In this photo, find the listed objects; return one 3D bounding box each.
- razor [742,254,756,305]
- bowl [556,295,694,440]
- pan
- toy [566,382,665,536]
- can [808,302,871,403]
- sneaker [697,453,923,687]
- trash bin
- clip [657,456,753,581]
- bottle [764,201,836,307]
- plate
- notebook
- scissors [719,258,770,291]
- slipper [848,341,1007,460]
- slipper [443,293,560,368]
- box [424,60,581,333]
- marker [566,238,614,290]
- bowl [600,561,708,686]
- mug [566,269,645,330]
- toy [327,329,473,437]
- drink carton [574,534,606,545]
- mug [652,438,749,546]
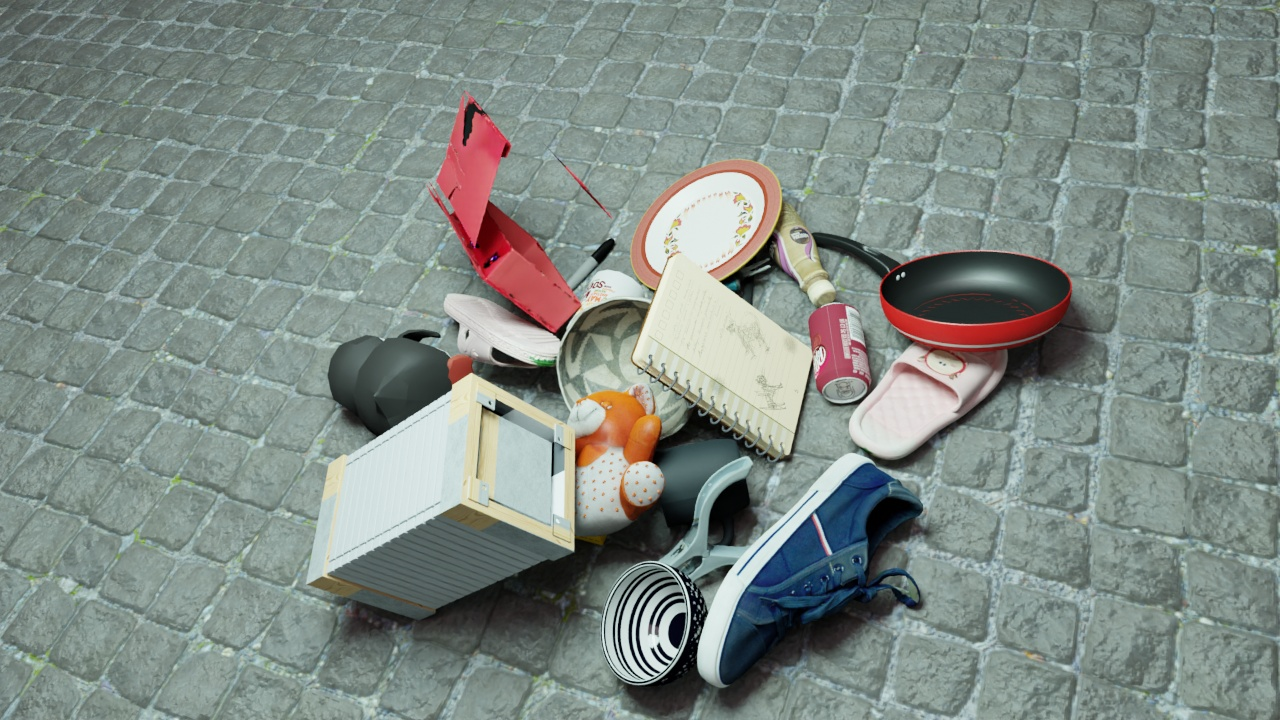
[{"bbox_3d":[0.142,-0.089,1.206,0.042,0.022,0.144,26,47,-21],"label":"razor"},{"bbox_3d":[-0.007,0.006,1.107,0.178,0.178,0.081,3,11,14],"label":"bowl"},{"bbox_3d":[0.343,-0.096,1.128,0.208,0.067,0.356,-27,32,-29],"label":"pan"},{"bbox_3d":[-0.042,0.102,1.003,0.164,0.093,0.172,-22,44,26],"label":"toy"},{"bbox_3d":[0.238,-0.010,1.098,0.063,0.063,0.114,-5,53,8],"label":"can"},{"bbox_3d":[0.183,0.225,0.914,0.293,0.121,0.127,-42,44,-22],"label":"sneaker"},{"bbox_3d":[-0.205,0.151,0.958,0.248,0.142,0.142,-29,46,31],"label":"trash bin"},{"bbox_3d":[0.109,0.200,0.982,0.174,0.159,0.030,-54,17,11],"label":"clip"},{"bbox_3d":[0.206,-0.137,1.201,0.059,0.060,0.166,-21,53,-4],"label":"bottle"},{"bbox_3d":[0.089,-0.180,1.252,0.230,0.021,0.229,-20,48,24],"label":"plate"},{"bbox_3d":[0.101,-0.001,1.050,0.024,0.225,0.167,-28,34,50],"label":"notebook"},{"bbox_3d":[0.094,-0.098,1.207,0.149,0.019,0.122,4,47,36],"label":"scissors"},{"bbox_3d":[0.327,0.029,1.054,0.221,0.056,0.107,-39,54,-17],"label":"slipper"},{"bbox_3d":[-0.189,-0.027,1.185,0.094,0.064,0.239,5,17,-38],"label":"slipper"},{"bbox_3d":[-0.200,-0.192,1.148,0.121,0.319,0.211,-27,38,-7],"label":"box"},{"bbox_3d":[-0.082,-0.124,1.285,0.138,0.016,0.022,-48,28,-21],"label":"marker"},{"bbox_3d":[0.025,0.270,0.929,0.120,0.066,0.120,-23,54,37],"label":"bowl"},{"bbox_3d":[-0.031,-0.052,1.189,0.105,0.074,0.089,26,60,-2],"label":"mug"},{"bbox_3d":[-0.327,0.027,1.149,0.184,0.140,0.159,16,95,35],"label":"toy"},{"bbox_3d":[-0.053,0.144,1.062,0.059,0.040,0.122,11,57,19],"label":"drink carton"},{"bbox_3d":[0.071,0.151,1.013,0.094,0.085,0.121,-12,80,3],"label":"mug"}]
